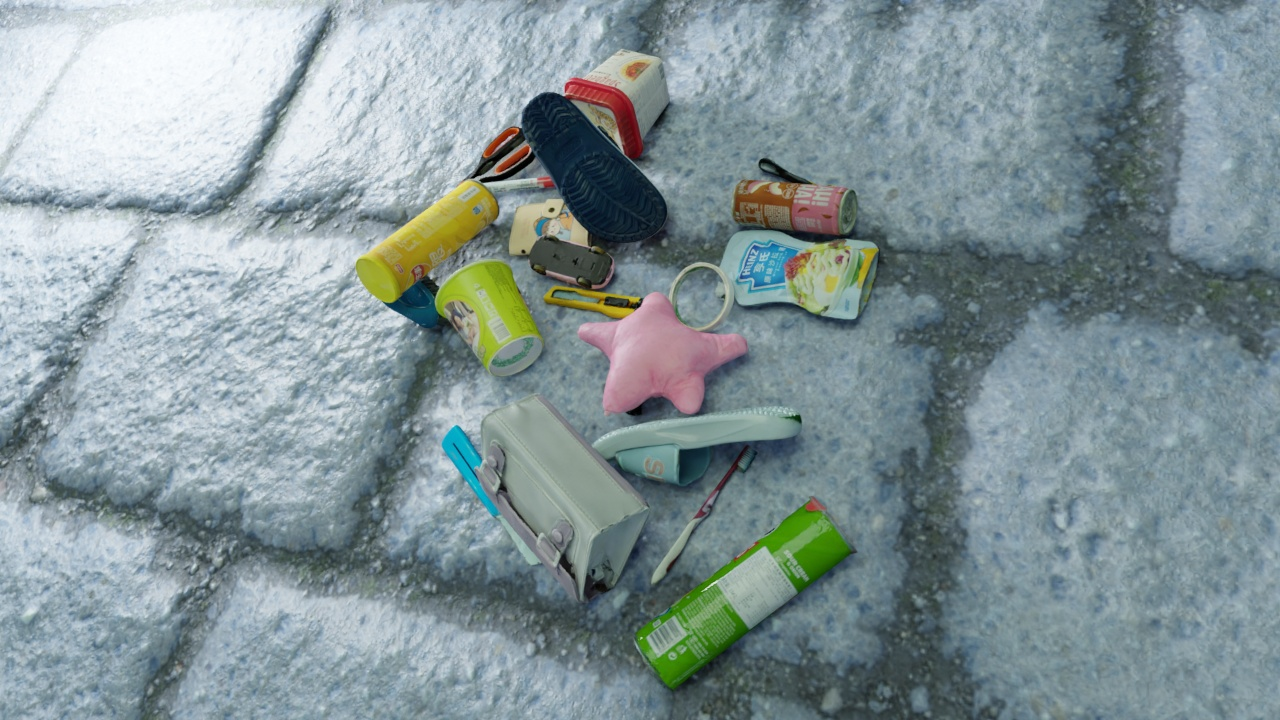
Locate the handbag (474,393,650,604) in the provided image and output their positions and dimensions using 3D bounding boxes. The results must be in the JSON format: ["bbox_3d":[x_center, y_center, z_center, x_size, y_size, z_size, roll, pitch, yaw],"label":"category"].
[{"bbox_3d":[-0.096,0.153,1.006,0.098,0.145,0.197,-25,53,-33],"label":"handbag"}]

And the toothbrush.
[{"bbox_3d":[0.071,0.171,1.011,0.017,0.016,0.187,33,78,21],"label":"toothbrush"}]

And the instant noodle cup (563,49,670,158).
[{"bbox_3d":[-0.027,-0.361,1.279,0.116,0.117,0.124,24,61,29],"label":"instant noodle cup"}]

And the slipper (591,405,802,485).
[{"bbox_3d":[0.059,0.097,1.006,0.246,0.104,0.074,-11,88,25],"label":"slipper"}]

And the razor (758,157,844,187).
[{"bbox_3d":[0.206,-0.224,1.165,0.143,0.022,0.043,36,115,32],"label":"razor"}]

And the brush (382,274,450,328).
[{"bbox_3d":[-0.321,-0.093,1.258,0.144,0.073,0.055,42,125,33],"label":"brush"}]

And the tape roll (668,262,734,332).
[{"bbox_3d":[0.074,-0.077,1.122,0.086,0.013,0.085,-6,79,35],"label":"tape roll"}]

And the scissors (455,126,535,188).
[{"bbox_3d":[-0.253,-0.270,1.369,0.235,0.022,0.152,-20,50,17],"label":"scissors"}]

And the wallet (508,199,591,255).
[{"bbox_3d":[-0.121,-0.186,1.267,0.115,0.024,0.087,-3,64,16],"label":"wallet"}]

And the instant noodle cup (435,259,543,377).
[{"bbox_3d":[-0.186,-0.048,1.175,0.111,0.112,0.123,-34,65,0],"label":"instant noodle cup"}]

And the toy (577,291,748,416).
[{"bbox_3d":[0.008,-0.004,1.073,0.195,0.075,0.178,30,61,29],"label":"toy"}]

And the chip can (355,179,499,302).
[{"bbox_3d":[-0.285,-0.166,1.242,0.072,0.072,0.212,20,49,28],"label":"chip can"}]

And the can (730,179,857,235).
[{"bbox_3d":[0.187,-0.188,1.125,0.147,0.058,0.057,12,68,30],"label":"can"}]

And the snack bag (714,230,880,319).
[{"bbox_3d":[0.183,-0.107,1.104,0.191,0.039,0.110,11,74,29],"label":"snack bag"}]

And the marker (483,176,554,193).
[{"bbox_3d":[-0.182,-0.250,1.314,0.145,0.017,0.017,-4,62,9],"label":"marker"}]

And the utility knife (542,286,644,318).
[{"bbox_3d":[-0.060,-0.076,1.189,0.157,0.015,0.033,10,65,25],"label":"utility knife"}]

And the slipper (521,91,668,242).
[{"bbox_3d":[-0.065,-0.251,1.234,0.105,0.095,0.253,-44,80,13],"label":"slipper"}]

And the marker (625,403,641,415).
[{"bbox_3d":[-0.007,0.007,1.125,0.023,0.018,0.130,-13,60,24],"label":"marker"}]

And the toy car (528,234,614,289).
[{"bbox_3d":[-0.090,-0.129,1.214,0.122,0.037,0.056,19,79,23],"label":"toy car"}]

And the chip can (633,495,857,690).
[{"bbox_3d":[0.104,0.235,0.930,0.236,0.072,0.072,-37,57,-1],"label":"chip can"}]

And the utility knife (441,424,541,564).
[{"bbox_3d":[-0.179,0.163,1.107,0.034,0.018,0.225,-40,59,-4],"label":"utility knife"}]
